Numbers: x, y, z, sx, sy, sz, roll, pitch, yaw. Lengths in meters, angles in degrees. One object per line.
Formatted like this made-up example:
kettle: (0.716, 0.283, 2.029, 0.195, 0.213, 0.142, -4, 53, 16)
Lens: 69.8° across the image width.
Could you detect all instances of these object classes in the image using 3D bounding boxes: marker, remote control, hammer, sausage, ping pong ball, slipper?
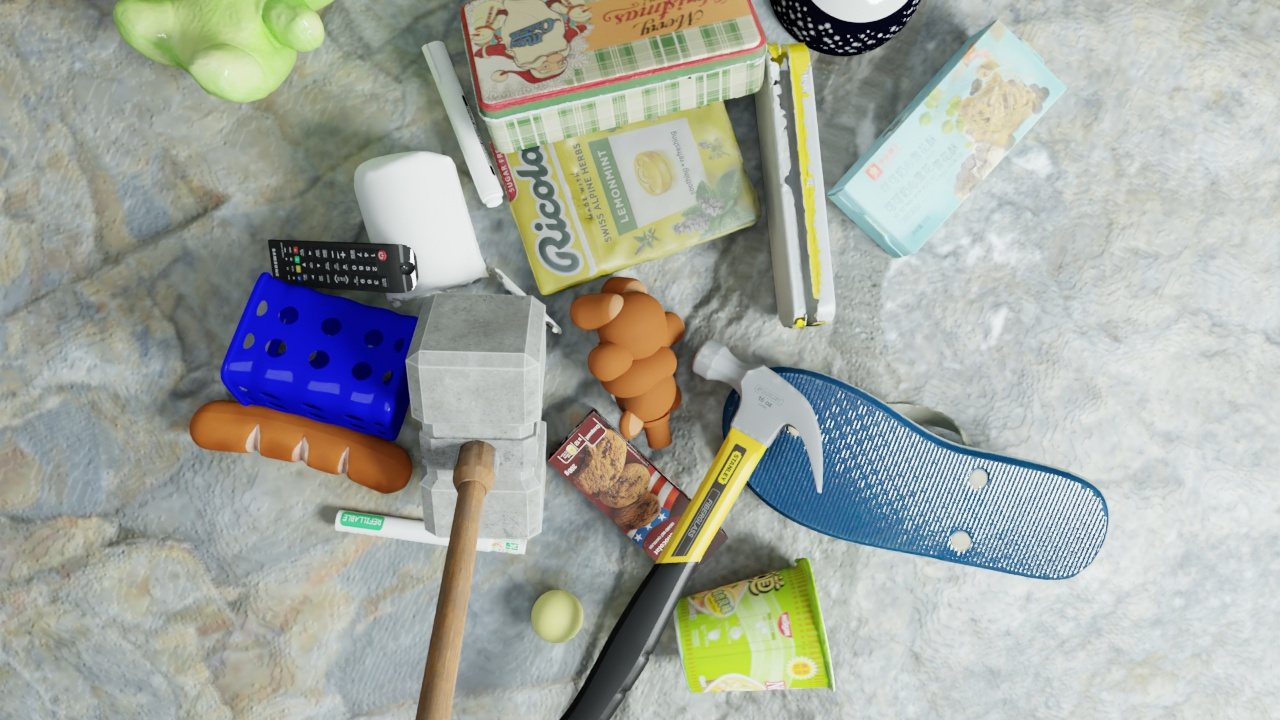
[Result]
marker: (-0.161, 0.134, 0.710, 0.145, 0.017, 0.017, 8, 93, -3)
remote control: (-0.217, -0.069, 0.654, 0.147, 0.015, 0.033, 6, 107, 31)
hammer: (-0.106, 0.108, 0.545, 0.083, 0.317, 0.163, 1, 125, -3)
sausage: (-0.252, 0.062, 0.689, 0.164, 0.039, 0.044, 15, 59, -4)
ping pong ball: (-0.064, 0.197, 0.708, 0.040, 0.040, 0.040, 0, 93, -3)
marker: (-0.132, -0.174, 0.678, 0.017, 0.020, 0.133, -26, 82, 31)
slipper: (0.202, 0.090, 0.705, 0.295, 0.060, 0.118, 18, 95, 6)
hammer: (0.023, 0.152, 0.664, 0.127, 0.029, 0.323, 30, 89, 17)

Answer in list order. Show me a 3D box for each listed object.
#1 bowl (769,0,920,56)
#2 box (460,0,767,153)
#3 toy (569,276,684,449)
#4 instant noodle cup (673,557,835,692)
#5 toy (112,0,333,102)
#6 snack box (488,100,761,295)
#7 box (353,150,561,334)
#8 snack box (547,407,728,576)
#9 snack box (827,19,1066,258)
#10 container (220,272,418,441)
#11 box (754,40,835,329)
bowl: (0.158, -0.293, 0.674, 0.120, 0.066, 0.120, 0, 94, -3)
box: (-0.021, -0.226, 0.657, 0.205, 0.051, 0.117, -12, 66, -2)
toy: (-0.004, 0.004, 0.692, 0.094, 0.065, 0.128, -30, 115, -41)
instant noodle cup: (0.084, 0.208, 0.694, 0.108, 0.099, 0.099, -12, 94, 5)
toy: (-0.267, -0.277, 0.643, 0.150, 0.107, 0.196, 30, 82, 19)
snack box: (-0.008, -0.132, 0.687, 0.181, 0.045, 0.121, -18, 94, -2)
box: (-0.131, -0.078, 0.669, 0.126, 0.084, 0.156, -14, 96, -9)
snack box: (-0.002, 0.104, 0.709, 0.141, 0.032, 0.051, 44, 91, -5)
snack box: (0.229, -0.165, 0.694, 0.075, 0.053, 0.174, 43, 90, -4)
container: (-0.221, 0.001, 0.658, 0.113, 0.085, 0.084, 15, 69, -6)
box: (0.110, -0.128, 0.683, 0.037, 0.064, 0.210, -7, 94, -8)
